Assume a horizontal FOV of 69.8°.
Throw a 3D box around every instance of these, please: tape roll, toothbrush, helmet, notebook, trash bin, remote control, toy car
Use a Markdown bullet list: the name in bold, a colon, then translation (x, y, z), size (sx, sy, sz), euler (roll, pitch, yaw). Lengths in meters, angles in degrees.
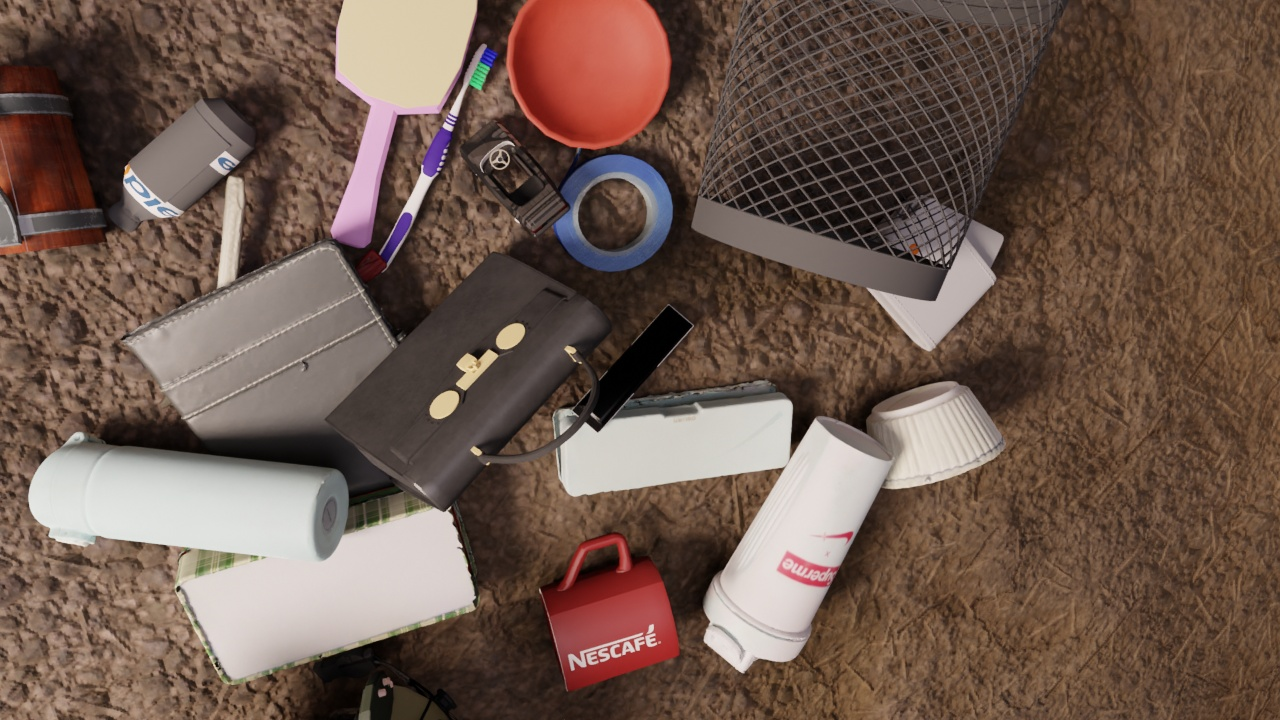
- **tape roll**: translation (-0.022, -0.116, 0.722), size (0.093, 0.016, 0.091), euler (18, 98, -18)
- **toothbrush**: translation (-0.153, -0.147, 0.681), size (0.016, 0.015, 0.187), euler (26, 96, -12)
- **helmet**: translation (-0.238, 0.329, 0.636), size (0.250, 0.255, 0.233), euler (-15, 104, -10)
- **notebook**: translation (-0.243, 0.030, 0.681), size (0.169, 0.029, 0.209), euler (-27, 120, -5)
- **trash bin**: translation (0.158, -0.180, 0.656), size (0.217, 0.217, 0.227), euler (12, 104, -17)
- **remote control**: translation (-0.004, 0.004, 0.733), size (0.028, 0.012, 0.124), euler (41, 69, 4)
- **toy car**: translation (-0.093, -0.135, 0.674), size (0.040, 0.037, 0.092), euler (-41, 77, -1)

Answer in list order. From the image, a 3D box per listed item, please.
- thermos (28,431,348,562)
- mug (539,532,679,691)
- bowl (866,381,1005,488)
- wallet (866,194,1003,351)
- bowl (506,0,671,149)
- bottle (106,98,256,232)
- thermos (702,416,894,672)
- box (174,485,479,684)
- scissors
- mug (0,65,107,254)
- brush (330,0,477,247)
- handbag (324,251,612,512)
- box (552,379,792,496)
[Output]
- **thermos**: translation (-0.315, 0.098, 0.641), size (0.207, 0.065, 0.077), euler (5, 73, 4)
- **mug**: translation (-0.031, 0.204, 0.766), size (0.096, 0.080, 0.116), euler (-14, 100, -11)
- **bowl**: translation (0.247, 0.060, 0.792), size (0.115, 0.115, 0.062), euler (-21, 93, -9)
- **wallet**: translation (0.254, -0.088, 0.792), size (0.115, 0.037, 0.118), euler (-47, 113, 0)
- **bowl**: translation (-0.040, -0.220, 0.682), size (0.122, 0.035, 0.122), euler (-3, 104, -14)
- **bottle**: translation (-0.315, -0.131, 0.626), size (0.112, 0.047, 0.047), euler (-42, 110, -2)
- **thermos**: translation (0.127, 0.158, 0.775), size (0.099, 0.099, 0.221), euler (20, 105, -18)
- **box**: translation (-0.233, 0.166, 0.705), size (0.205, 0.050, 0.118), euler (-17, 120, -11)
- **scissors**: translation (-0.278, -0.042, 0.665), size (0.198, 0.015, 0.179), euler (-21, 116, -7)
- **mug**: translation (-0.395, -0.123, 0.571), size (0.081, 0.117, 0.111), euler (-9, 102, -12)
- **brush**: translation (-0.178, -0.190, 0.649), size (0.089, 0.043, 0.229), euler (15, 99, -18)
- **handbag**: translation (-0.095, 0.022, 0.616), size (0.175, 0.196, 0.072), euler (-48, 124, -16)
- **box**: translation (0.029, 0.067, 0.765), size (0.198, 0.067, 0.083), euler (-8, 86, -14)
